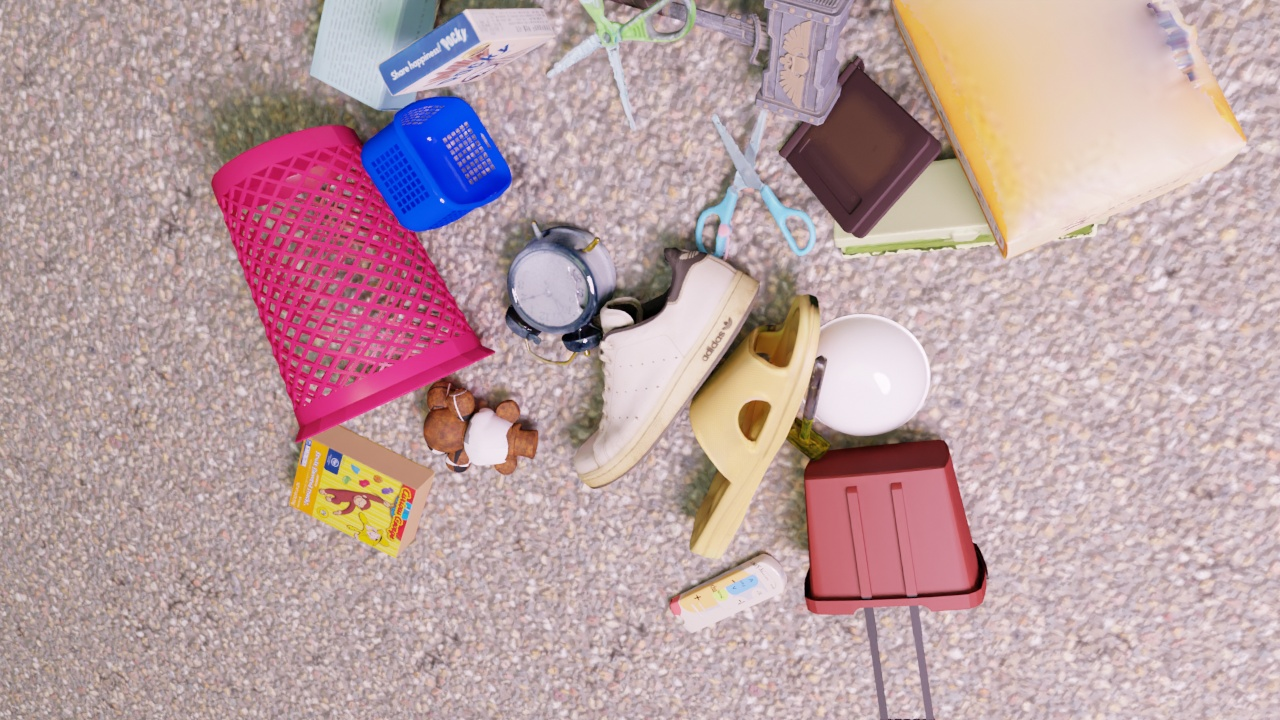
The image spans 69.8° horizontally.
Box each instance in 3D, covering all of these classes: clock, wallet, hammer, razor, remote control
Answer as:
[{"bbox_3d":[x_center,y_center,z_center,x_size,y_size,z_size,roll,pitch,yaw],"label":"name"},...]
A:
[{"bbox_3d":[-0.071,-0.056,0.800,0.090,0.052,0.130,15,118,10],"label":"clock"},{"bbox_3d":[0.157,-0.158,0.673,0.092,0.018,0.115,-51,46,26],"label":"wallet"},{"bbox_3d":[-0.003,-0.270,0.687,0.322,0.044,0.099,23,150,17],"label":"hammer"},{"bbox_3d":[0.139,0.035,0.747,0.042,0.026,0.106,42,150,32],"label":"razor"},{"bbox_3d":[0.083,0.224,0.879,0.126,0.018,0.038,-33,98,26],"label":"remote control"}]

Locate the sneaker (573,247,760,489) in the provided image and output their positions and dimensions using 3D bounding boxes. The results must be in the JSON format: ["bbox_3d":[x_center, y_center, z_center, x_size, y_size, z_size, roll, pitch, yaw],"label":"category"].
[{"bbox_3d":[-0.005,0.005,0.780,0.102,0.088,0.242,35,112,-5],"label":"sneaker"}]

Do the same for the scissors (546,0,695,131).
[{"bbox_3d":[-0.026,-0.251,0.690,0.172,0.023,0.168,-10,133,48],"label":"scissors"}]

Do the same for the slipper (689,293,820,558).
[{"bbox_3d":[0.078,0.053,0.770,0.078,0.099,0.264,20,119,3],"label":"slipper"}]

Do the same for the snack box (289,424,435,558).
[{"bbox_3d":[-0.285,0.131,0.938,0.126,0.040,0.088,25,115,6],"label":"snack box"}]

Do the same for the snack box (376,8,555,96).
[{"bbox_3d":[-0.126,-0.235,0.692,0.082,0.149,0.026,-21,104,23],"label":"snack box"}]

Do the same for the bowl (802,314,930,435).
[{"bbox_3d":[0.182,0.020,0.758,0.110,0.040,0.110,6,112,14],"label":"bowl"}]

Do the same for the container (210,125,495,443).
[{"bbox_3d":[-0.257,-0.071,0.790,0.183,0.182,0.226,-22,95,22],"label":"container"}]

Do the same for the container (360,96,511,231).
[{"bbox_3d":[-0.169,-0.159,0.755,0.058,0.114,0.096,-26,101,29],"label":"container"}]

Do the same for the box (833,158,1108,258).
[{"bbox_3d":[0.241,-0.119,0.684,0.188,0.089,0.077,-4,89,20],"label":"box"}]

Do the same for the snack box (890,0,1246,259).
[{"bbox_3d":[0.267,-0.187,0.591,0.145,0.080,0.195,-24,79,18],"label":"snack box"}]

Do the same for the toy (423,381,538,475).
[{"bbox_3d":[-0.153,0.068,0.867,0.112,0.067,0.087,8,112,4],"label":"toy"}]

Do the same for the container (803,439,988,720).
[{"bbox_3d":[0.210,0.178,0.763,0.148,0.126,0.201,-8,98,19],"label":"container"}]

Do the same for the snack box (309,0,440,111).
[{"bbox_3d":[-0.207,-0.297,0.741,0.075,0.053,0.175,29,115,14],"label":"snack box"}]

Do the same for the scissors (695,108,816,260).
[{"bbox_3d":[0.093,-0.128,0.727,0.126,0.015,0.136,29,130,19],"label":"scissors"}]
